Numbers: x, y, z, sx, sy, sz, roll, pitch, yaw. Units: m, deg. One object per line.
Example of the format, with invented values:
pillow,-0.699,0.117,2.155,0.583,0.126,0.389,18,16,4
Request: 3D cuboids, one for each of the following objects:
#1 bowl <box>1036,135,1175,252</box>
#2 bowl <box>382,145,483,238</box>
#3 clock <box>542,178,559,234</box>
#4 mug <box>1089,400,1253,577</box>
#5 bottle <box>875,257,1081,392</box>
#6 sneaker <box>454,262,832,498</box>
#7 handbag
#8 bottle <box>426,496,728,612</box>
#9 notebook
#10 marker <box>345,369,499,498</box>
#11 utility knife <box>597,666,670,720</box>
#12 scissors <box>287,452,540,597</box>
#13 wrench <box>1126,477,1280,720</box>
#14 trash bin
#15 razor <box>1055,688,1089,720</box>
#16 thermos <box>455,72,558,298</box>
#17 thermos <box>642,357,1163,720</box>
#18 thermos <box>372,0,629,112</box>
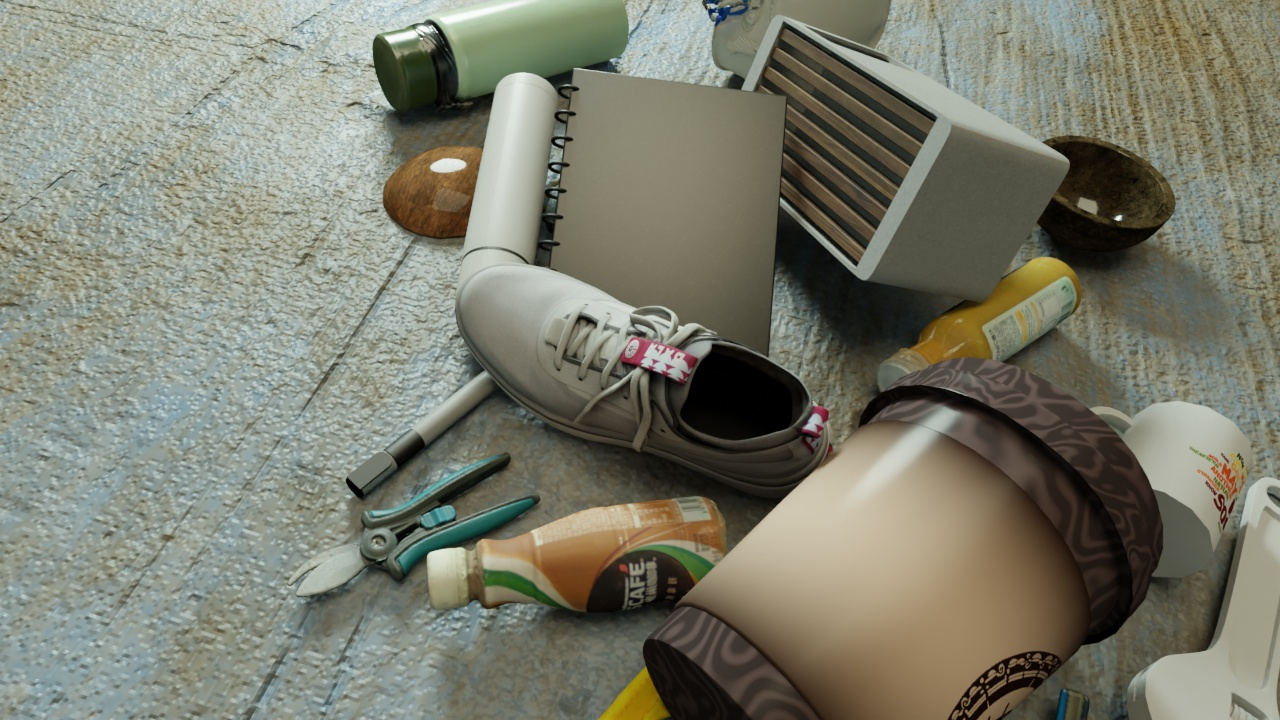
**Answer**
bowl,0.385,-0.134,0.792,0.121,0.056,0.121,4,50,-5
bowl,-0.151,-0.145,0.740,0.114,0.026,0.102,-28,59,-28
clock,-0.020,-0.112,0.715,0.090,0.052,0.129,-34,63,-30
mug,0.329,0.074,0.598,0.105,0.074,0.089,36,54,20
bottle,0.250,-0.020,0.679,0.185,0.053,0.053,-28,59,-27
sneaker,-0.003,0.003,0.560,0.263,0.129,0.096,24,77,10
handbag,0.154,-0.360,0.855,0.200,0.200,0.093,-29,56,-31
bottle,-0.035,0.114,0.519,0.167,0.059,0.059,-4,51,-12
notebook,0.014,-0.092,0.658,0.169,0.019,0.231,6,79,-3
marker,-0.131,0.039,0.596,0.016,0.016,0.140,35,54,19
utility knife,-0.037,0.221,0.462,0.030,0.018,0.206,30,55,27
scissors,-0.126,0.101,0.544,0.148,0.019,0.131,13,49,2
wrench,0.364,0.153,0.562,0.087,0.018,0.272,35,49,14
trash bin,0.176,-0.156,0.688,0.114,0.115,0.228,6,32,-30
razor,0.289,0.234,0.495,0.144,0.022,0.042,30,48,9
thermos,-0.100,-0.123,0.696,0.052,0.052,0.223,6,58,-4
thermos,0.128,0.124,0.473,0.225,0.173,0.172,-34,62,-23
thermos,-0.124,-0.282,0.830,0.230,0.082,0.082,-25,58,-26
